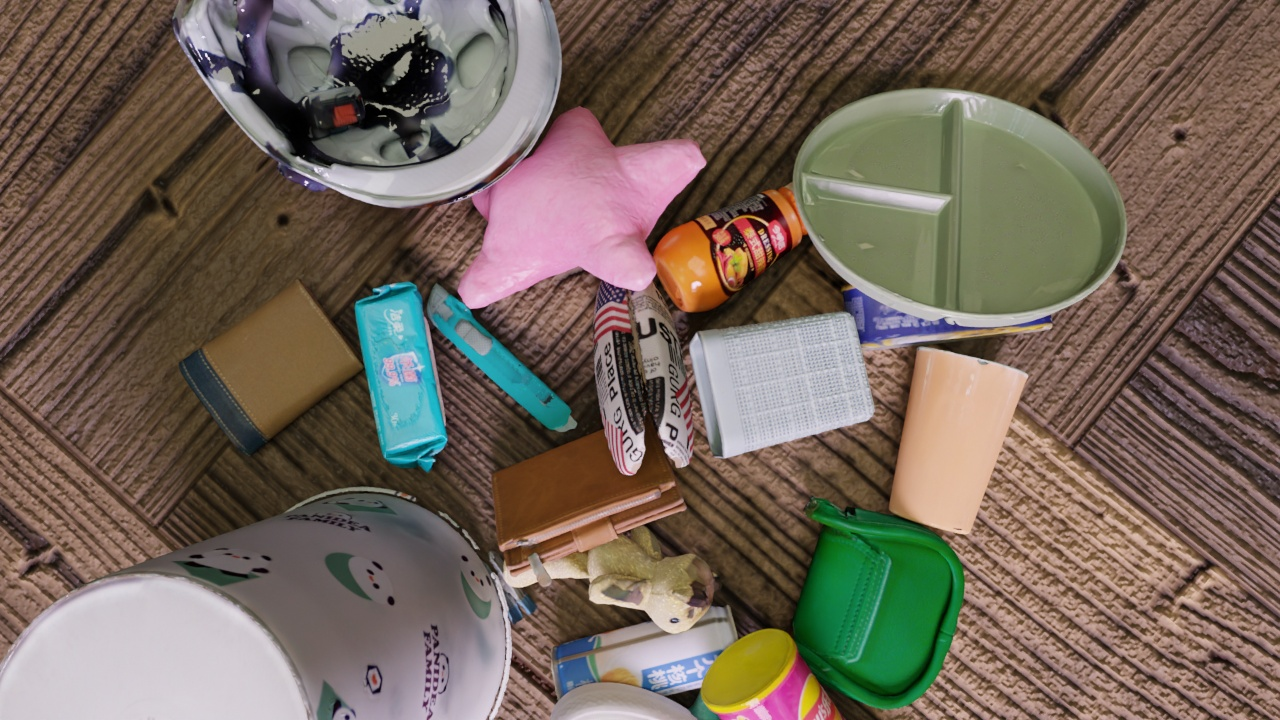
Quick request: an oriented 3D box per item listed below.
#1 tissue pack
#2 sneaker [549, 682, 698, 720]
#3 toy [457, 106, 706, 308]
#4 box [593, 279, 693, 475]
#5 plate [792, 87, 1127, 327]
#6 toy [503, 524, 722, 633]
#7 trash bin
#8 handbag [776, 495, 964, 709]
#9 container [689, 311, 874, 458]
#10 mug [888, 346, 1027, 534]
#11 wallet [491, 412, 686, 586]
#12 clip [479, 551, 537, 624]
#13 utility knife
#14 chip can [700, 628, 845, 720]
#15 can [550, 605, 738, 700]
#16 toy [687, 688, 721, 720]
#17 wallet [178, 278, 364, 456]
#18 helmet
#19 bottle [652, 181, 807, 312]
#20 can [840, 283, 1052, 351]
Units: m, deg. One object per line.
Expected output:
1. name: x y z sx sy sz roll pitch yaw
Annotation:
1. tissue pack: -0.172 0.017 0.669 0.050 0.093 0.133 -11 85 -15
2. sneaker: 0.035 0.317 0.620 0.241 0.087 0.118 43 102 -6
3. toy: -0.045 -0.124 0.679 0.195 0.074 0.178 -7 63 20
4. box: -0.012 0.004 0.655 0.082 0.075 0.163 -14 57 11
5. plate: 0.222 -0.112 0.652 0.230 0.028 0.229 0 55 0
6. toy: -0.023 0.155 0.656 0.157 0.105 0.066 6 98 19
7. trash bin: -0.225 0.202 0.566 0.230 0.252 0.229 -1 86 8
8. handbag: 0.160 0.173 0.658 0.120 0.068 0.131 18 86 4
9. container: 0.101 0.016 0.664 0.111 0.090 0.090 -11 85 -2
10. mug: 0.224 0.059 0.666 0.078 0.078 0.123 15 91 3
11. wallet: -0.040 0.095 0.655 0.130 0.119 0.035 -21 125 -1
12. clip: -0.102 0.170 0.690 0.038 0.026 0.058 -35 85 6
13. utility knife: -0.109 0.000 0.709 0.157 0.013 0.029 42 89 5
14. chip can: 0.127 0.286 0.622 0.071 0.071 0.210 -35 100 -1
15. can: 0.006 0.218 0.667 0.134 0.053 0.053 -14 85 1
16. toy: 0.015 0.287 0.675 0.092 0.030 0.096 -4 92 6
17. wallet: -0.283 0.004 0.707 0.115 0.033 0.090 -38 88 -2
18. helmet: -0.178 -0.218 0.664 0.258 0.146 0.229 35 88 -2
19. bottle: 0.084 -0.094 0.690 0.149 0.067 0.066 -30 85 -8
20. can: 0.224 -0.039 0.671 0.148 0.074 0.049 -6 87 0
